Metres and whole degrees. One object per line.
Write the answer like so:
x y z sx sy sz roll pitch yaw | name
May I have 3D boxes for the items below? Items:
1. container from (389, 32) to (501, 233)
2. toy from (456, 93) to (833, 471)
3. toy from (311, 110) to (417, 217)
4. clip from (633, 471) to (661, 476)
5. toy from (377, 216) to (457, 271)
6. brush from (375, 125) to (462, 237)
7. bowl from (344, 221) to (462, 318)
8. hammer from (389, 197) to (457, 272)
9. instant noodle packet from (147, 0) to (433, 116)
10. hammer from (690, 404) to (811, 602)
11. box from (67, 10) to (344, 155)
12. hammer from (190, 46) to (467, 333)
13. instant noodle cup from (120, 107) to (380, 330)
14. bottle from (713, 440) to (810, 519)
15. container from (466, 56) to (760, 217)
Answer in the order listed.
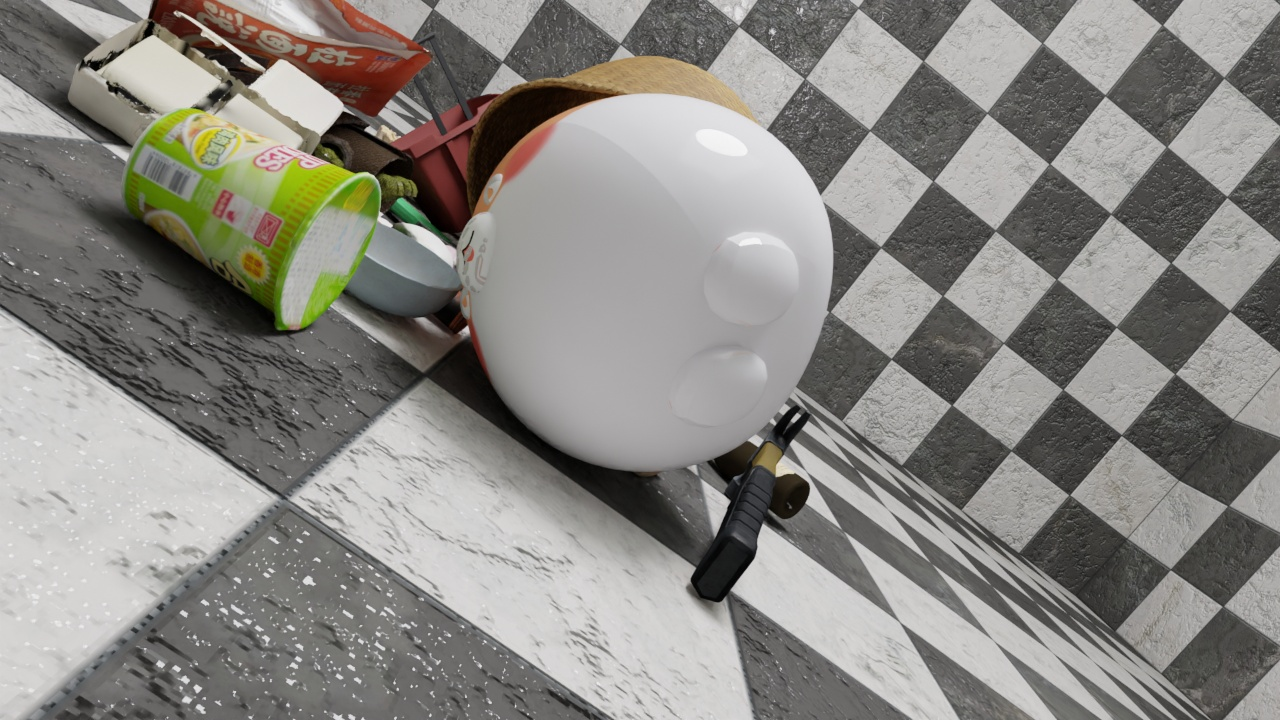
-0.224 -0.260 1.040 0.127 0.147 0.201 20 -38 57 | container
-0.009 -0.061 0.664 0.265 0.263 0.281 4 19 -39 | toy
-0.285 -0.196 0.868 0.153 0.078 0.179 36 11 0 | toy
0.011 0.074 0.754 0.024 0.041 0.060 42 15 22 | clip
-0.204 -0.102 0.840 0.079 0.038 0.122 28 2 32 | toy
-0.240 -0.202 1.174 0.271 0.057 0.083 38 9 6 | brush
-0.185 -0.064 0.668 0.106 0.039 0.106 30 13 -8 | bowl
-0.274 -0.178 0.996 0.319 0.032 0.130 40 9 25 | hammer
-0.317 -0.290 0.825 0.220 0.084 0.165 14 -17 -34 | instant noodle packet
0.090 0.105 0.728 0.025 0.118 0.332 36 13 6 | hammer
-0.307 -0.192 0.682 0.143 0.050 0.183 36 36 -17 | box
-0.253 -0.139 0.745 0.314 0.035 0.137 41 31 -3 | hammer
-0.217 -0.085 0.510 0.108 0.099 0.099 29 8 1 | instant noodle cup
0.096 0.099 0.966 0.184 0.045 0.045 35 5 40 | bottle
-0.010 -0.171 0.984 0.307 0.308 0.196 39 40 10 | container
